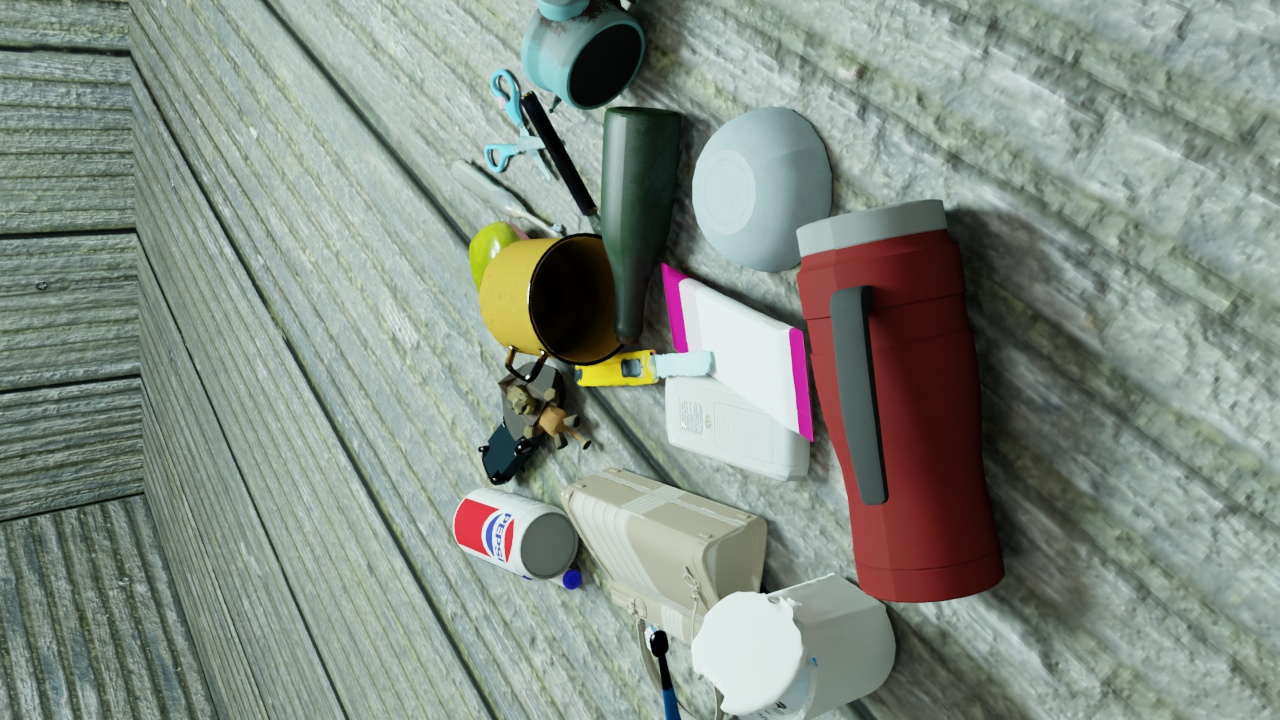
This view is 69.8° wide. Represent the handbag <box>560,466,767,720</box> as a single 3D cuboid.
[{"bbox_3d":[0.026,0.199,0.719,0.176,0.062,0.198,11,115,52],"label":"handbag"}]

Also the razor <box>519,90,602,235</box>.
[{"bbox_3d":[-0.050,-0.138,0.699,0.043,0.022,0.144,-3,128,53],"label":"razor"}]

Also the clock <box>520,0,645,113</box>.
[{"bbox_3d":[-0.037,-0.238,0.658,0.053,0.089,0.124,46,144,22],"label":"clock"}]

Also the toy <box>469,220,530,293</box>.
[{"bbox_3d":[-0.121,-0.072,0.841,0.090,0.051,0.110,-23,82,55],"label":"toy"}]

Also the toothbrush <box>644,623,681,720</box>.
[{"bbox_3d":[0.022,0.265,0.715,0.014,0.014,0.168,43,150,48],"label":"toothbrush"}]

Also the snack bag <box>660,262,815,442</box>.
[{"bbox_3d":[0.059,-0.013,0.600,0.196,0.016,0.070,-143,38,-62],"label":"snack bag"}]

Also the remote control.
[{"bbox_3d":[0.064,0.042,0.641,0.139,0.025,0.060,12,108,54],"label":"remote control"}]

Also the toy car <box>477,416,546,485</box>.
[{"bbox_3d":[-0.124,0.083,0.893,0.112,0.034,0.046,-48,61,46],"label":"toy car"}]

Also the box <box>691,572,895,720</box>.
[{"bbox_3d":[0.089,0.170,0.544,0.080,0.143,0.089,33,113,38],"label":"box"}]

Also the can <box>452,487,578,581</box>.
[{"bbox_3d":[-0.122,0.165,0.879,0.132,0.070,0.070,3,100,53],"label":"can"}]

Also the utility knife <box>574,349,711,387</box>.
[{"bbox_3d":[-0.004,0.004,0.711,0.224,0.019,0.030,-6,96,59],"label":"utility knife"}]

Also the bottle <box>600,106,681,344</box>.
[{"bbox_3d":[-0.004,-0.095,0.677,0.055,0.055,0.174,28,121,47],"label":"bottle"}]

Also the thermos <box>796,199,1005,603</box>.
[{"bbox_3d":[0.131,0.022,0.479,0.084,0.107,0.198,-9,93,35],"label":"thermos"}]

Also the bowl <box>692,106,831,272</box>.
[{"bbox_3d":[0.069,-0.108,0.587,0.106,0.039,0.106,16,111,51],"label":"bowl"}]

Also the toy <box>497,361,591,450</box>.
[{"bbox_3d":[-0.084,0.047,0.816,0.100,0.062,0.076,38,106,29],"label":"toy"}]

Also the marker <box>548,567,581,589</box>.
[{"bbox_3d":[-0.106,0.200,0.909,0.142,0.020,0.020,5,102,53],"label":"marker"}]

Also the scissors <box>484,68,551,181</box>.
[{"bbox_3d":[-0.115,-0.194,0.836,0.140,0.015,0.111,63,141,30],"label":"scissors"}]

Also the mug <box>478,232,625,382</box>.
[{"bbox_3d":[-0.073,-0.039,0.731,0.094,0.100,0.123,8,68,54],"label":"mug"}]

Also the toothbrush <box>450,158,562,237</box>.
[{"bbox_3d":[-0.127,-0.149,0.855,0.185,0.024,0.022,37,165,42],"label":"toothbrush"}]
